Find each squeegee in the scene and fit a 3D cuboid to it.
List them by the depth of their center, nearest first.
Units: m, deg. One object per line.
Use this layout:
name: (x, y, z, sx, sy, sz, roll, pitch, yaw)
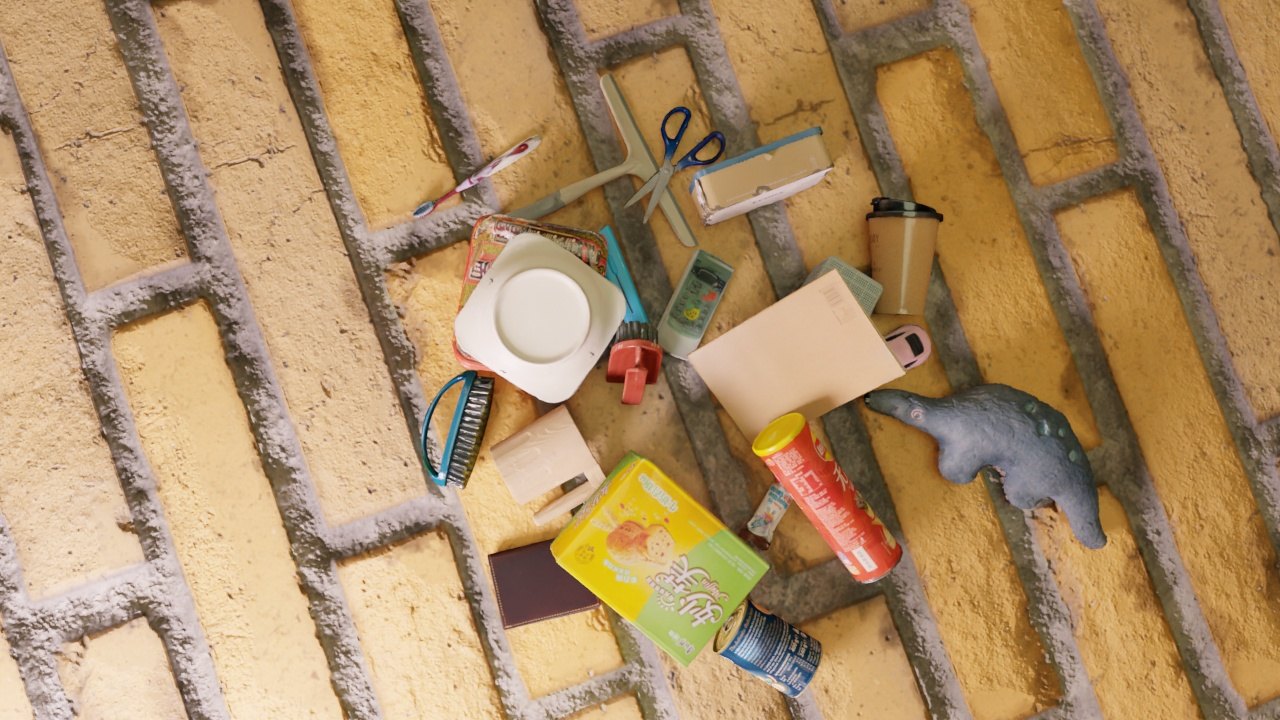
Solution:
squeegee: (-0.089, -0.204, 1.134, 0.246, 0.039, 0.246, -26, 88, -5)

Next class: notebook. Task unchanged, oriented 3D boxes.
notebook: (0.180, 0.003, 1.081, 0.212, 0.012, 0.149, -31, 103, 26)

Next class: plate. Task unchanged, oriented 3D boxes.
plate: (-0.112, -0.049, 1.047, 0.163, 0.034, 0.164, 33, 86, -7)

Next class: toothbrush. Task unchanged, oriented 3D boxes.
toothbrush: (-0.202, -0.229, 1.138, 0.187, 0.017, 0.016, -33, 90, -5)

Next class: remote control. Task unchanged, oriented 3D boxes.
remote control: (0.065, -0.068, 1.140, 0.056, 0.019, 0.135, 28, 84, -15)

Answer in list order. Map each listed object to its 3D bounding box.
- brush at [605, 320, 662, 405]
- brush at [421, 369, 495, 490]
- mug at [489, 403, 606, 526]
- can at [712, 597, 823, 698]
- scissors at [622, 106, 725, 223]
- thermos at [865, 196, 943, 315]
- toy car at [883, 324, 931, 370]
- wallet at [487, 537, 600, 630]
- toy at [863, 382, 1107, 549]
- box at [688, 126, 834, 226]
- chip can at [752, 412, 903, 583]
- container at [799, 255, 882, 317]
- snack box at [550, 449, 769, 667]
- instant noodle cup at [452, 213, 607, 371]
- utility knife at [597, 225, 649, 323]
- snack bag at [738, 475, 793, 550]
brush: (-0.006, 0.006, 1.071, 0.063, 0.146, 0.069, 2, 72, -4)
brush: (-0.222, 0.080, 1.095, 0.073, 0.055, 0.143, 15, 85, -4)
mug: (-0.107, 0.128, 1.096, 0.103, 0.084, 0.125, -29, 115, -5)
can: (0.153, 0.342, 1.094, 0.111, 0.075, 0.075, 31, 84, -2)
scissors: (0.033, -0.249, 1.145, 0.169, 0.012, 0.146, -20, 81, -17)
thermos: (0.324, -0.128, 1.139, 0.093, 0.093, 0.143, 3, 94, -4)
toy car: (0.308, -0.003, 1.151, 0.122, 0.037, 0.056, -27, 87, -5)
wallet: (-0.116, 0.266, 1.108, 0.122, 0.020, 0.096, -12, 92, -6)
toy: (0.451, 0.104, 1.134, 0.356, 0.091, 0.138, 29, 112, -1)
box: (0.153, -0.227, 1.130, 0.184, 0.090, 0.059, -23, 87, -8)
chip can: (0.225, 0.165, 1.096, 0.073, 0.073, 0.216, -40, 99, -6)
container: (0.229, -0.059, 1.123, 0.090, 0.090, 0.111, 32, 82, -2)
snack box: (0.022, 0.231, 1.080, 0.210, 0.070, 0.157, 42, 84, -9)
instant noodle cup: (-0.130, -0.071, 1.101, 0.164, 0.079, 0.188, 11, 85, -3)
utility knife: (-0.020, -0.084, 1.133, 0.034, 0.018, 0.166, -24, 98, -3)
snack bag: (0.163, 0.182, 1.130, 0.045, 0.026, 0.105, 34, 83, -18)
